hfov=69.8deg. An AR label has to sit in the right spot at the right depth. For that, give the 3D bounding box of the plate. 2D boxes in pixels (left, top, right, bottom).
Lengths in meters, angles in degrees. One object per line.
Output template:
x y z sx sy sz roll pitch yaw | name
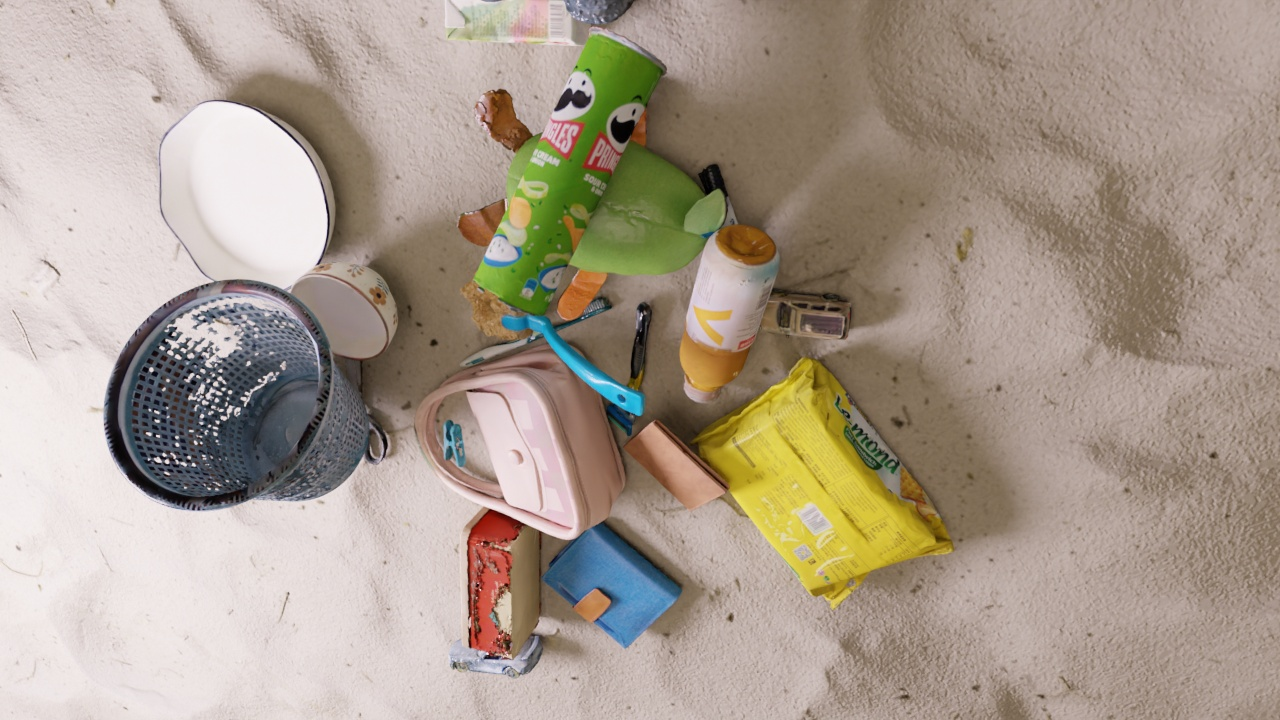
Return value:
-0.412 -0.171 0.971 0.205 0.045 0.205 6 114 13 | plate

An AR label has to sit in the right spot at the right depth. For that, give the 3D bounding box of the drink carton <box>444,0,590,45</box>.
-0.109 -0.306 0.816 0.122 0.053 0.045 8 113 13 | drink carton

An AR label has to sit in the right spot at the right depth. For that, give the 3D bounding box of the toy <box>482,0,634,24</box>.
-0.065 -0.341 0.746 0.356 0.137 0.091 7 145 8 | toy

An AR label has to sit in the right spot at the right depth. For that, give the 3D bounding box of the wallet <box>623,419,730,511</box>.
0.035 0.107 0.931 0.101 0.020 0.115 43 157 0 | wallet

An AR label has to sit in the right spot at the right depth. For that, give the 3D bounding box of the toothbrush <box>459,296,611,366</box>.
-0.114 -0.028 0.960 0.192 0.016 0.018 -20 96 23 | toothbrush

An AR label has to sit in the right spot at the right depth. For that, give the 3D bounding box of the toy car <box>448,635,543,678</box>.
-0.178 0.356 1.123 0.121 0.054 0.037 -4 114 20 | toy car

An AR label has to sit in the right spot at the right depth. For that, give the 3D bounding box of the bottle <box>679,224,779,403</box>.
0.076 -0.036 0.855 0.068 0.067 0.190 20 134 8 | bottle

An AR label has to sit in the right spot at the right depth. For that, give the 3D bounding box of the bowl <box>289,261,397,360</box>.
-0.304 -0.061 0.969 0.113 0.062 0.114 11 132 13 | bowl

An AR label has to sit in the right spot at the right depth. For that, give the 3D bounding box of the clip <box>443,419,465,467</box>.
-0.199 0.088 0.980 0.041 0.014 0.056 24 129 27 | clip

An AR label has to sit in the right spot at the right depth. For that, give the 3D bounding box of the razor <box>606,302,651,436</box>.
-0.006 0.005 0.938 0.043 0.022 0.143 36 125 42 | razor

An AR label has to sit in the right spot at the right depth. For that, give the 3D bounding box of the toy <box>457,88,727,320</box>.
-0.045 -0.146 0.847 0.247 0.089 0.227 18 105 5 | toy

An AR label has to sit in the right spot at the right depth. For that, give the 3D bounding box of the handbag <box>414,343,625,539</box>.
-0.146 0.087 0.992 0.235 0.093 0.193 -2 113 31 | handbag

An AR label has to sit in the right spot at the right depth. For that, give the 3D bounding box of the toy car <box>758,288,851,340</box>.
0.151 -0.041 0.863 0.090 0.035 0.042 8 113 16 | toy car

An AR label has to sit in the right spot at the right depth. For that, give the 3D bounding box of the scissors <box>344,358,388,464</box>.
-0.336 0.041 1.058 0.145 0.014 0.172 -28 102 24 | scissors

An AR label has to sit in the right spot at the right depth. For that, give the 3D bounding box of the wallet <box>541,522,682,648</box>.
-0.034 0.255 1.046 0.133 0.040 0.107 41 113 -2 | wallet

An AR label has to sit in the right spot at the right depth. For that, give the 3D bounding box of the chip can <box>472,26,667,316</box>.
-0.061 -0.153 0.768 0.072 0.072 0.236 28 98 4 | chip can

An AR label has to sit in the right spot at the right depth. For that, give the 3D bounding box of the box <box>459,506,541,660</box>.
-0.152 0.253 1.049 0.079 0.091 0.168 11 115 16 | box

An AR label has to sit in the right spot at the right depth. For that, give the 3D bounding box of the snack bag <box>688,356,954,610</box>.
0.175 0.129 0.911 0.158 0.068 0.246 -35 100 27 | snack bag

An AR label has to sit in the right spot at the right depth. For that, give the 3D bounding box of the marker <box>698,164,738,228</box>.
0.083 -0.119 0.858 0.023 0.018 0.131 -18 106 7 | marker

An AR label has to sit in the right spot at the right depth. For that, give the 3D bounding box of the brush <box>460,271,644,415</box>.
-0.088 -0.019 0.880 0.255 0.045 0.083 35 141 34 | brush

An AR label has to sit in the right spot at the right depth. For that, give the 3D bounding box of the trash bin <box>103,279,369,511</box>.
-0.386 0.056 0.946 0.227 0.195 0.226 -2 72 6 | trash bin
